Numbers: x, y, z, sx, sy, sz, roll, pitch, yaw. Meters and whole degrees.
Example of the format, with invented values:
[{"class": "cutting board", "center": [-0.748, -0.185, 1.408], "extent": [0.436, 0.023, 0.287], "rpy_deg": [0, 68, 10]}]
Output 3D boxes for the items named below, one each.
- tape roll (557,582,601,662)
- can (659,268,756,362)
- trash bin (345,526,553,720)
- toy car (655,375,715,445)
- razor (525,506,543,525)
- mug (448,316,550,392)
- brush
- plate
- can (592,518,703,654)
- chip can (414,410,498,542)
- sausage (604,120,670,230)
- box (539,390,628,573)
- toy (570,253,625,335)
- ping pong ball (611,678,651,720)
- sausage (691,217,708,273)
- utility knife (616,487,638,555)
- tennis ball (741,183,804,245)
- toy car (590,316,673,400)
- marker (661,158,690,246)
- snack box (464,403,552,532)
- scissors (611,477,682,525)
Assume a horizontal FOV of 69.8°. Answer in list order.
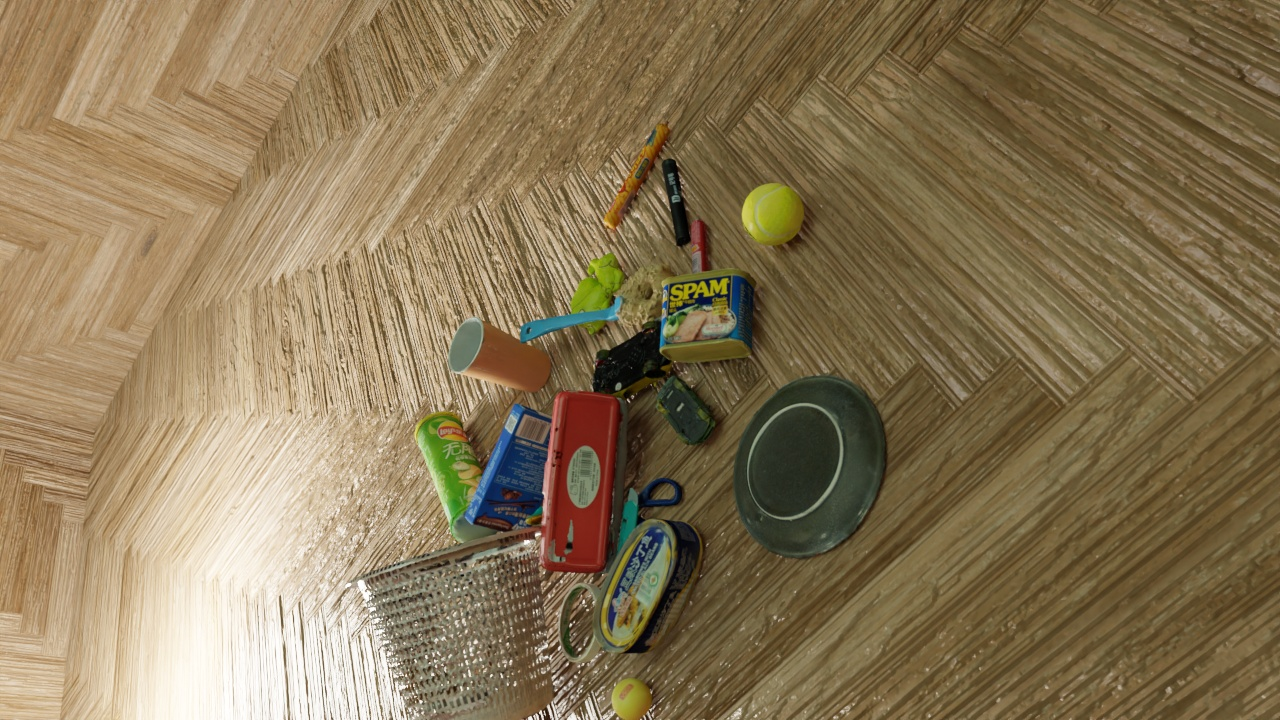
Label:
[{"class": "tape roll", "center": [-0.065, 0.291, 1.019], "extent": [0.086, 0.014, 0.085], "rpy_deg": [-31, 52, 49]}, {"class": "can", "center": [0.072, -0.046, 0.990], "extent": [0.102, 0.057, 0.083], "rpy_deg": [-6, 68, 27]}, {"class": "trash bin", "center": [-0.192, 0.306, 1.017], "extent": [0.228, 0.227, 0.192], "rpy_deg": [-27, 75, 39]}, {"class": "toy car", "center": [0.051, 0.055, 0.995], "extent": [0.043, 0.036, 0.091], "rpy_deg": [-52, 40, 16]}, {"class": "razor", "center": [-0.103, 0.163, 1.074], "extent": [0.043, 0.028, 0.132], "rpy_deg": [-44, 1, 22]}, {"class": "mug", "center": [-0.185, -0.001, 1.228], "extent": [0.078, 0.122, 0.078], "rpy_deg": [-25, 54, 39]}, {"class": "brush", "center": [-0.057, -0.059, 1.147], "extent": [0.255, 0.045, 0.083], "rpy_deg": [-13, 69, 33]}, {"class": "plate", "center": [0.150, 0.096, 0.869], "extent": [0.180, 0.024, 0.179], "rpy_deg": [-24, 55, 40]}, {"class": "can", "center": [0.007, 0.231, 0.937], "extent": [0.075, 0.049, 0.148], "rpy_deg": [31, 98, 40]}, {"class": "chip can", "center": [-0.252, 0.160, 1.267], "extent": [0.073, 0.072, 0.221], "rpy_deg": [-54, 40, 15]}, {"class": "sausage", "center": [-0.005, -0.245, 1.221], "extent": [0.165, 0.021, 0.021], "rpy_deg": [-60, 39, 8]}, {"class": "box", "center": [-0.065, 0.138, 1.045], "extent": [0.099, 0.095, 0.201], "rpy_deg": [151, 125, -76]}, {"class": "toy", "center": [-0.057, -0.087, 1.195], "extent": [0.100, 0.031, 0.096], "rpy_deg": [-41, 53, 26]}, {"class": "ping pong ball", "center": [-0.009, 0.339, 0.919], "extent": [0.040, 0.040, 0.040], "rpy_deg": [-25, 54, 40]}, {"class": "sausage", "center": [0.070, -0.102, 1.065], "extent": [0.020, 0.020, 0.155], "rpy_deg": [-25, 55, 40]}, {"class": "utility knife", "center": [-0.020, 0.221, 1.000], "extent": [0.029, 0.013, 0.164], "rpy_deg": [1, 80, 50]}, {"class": "tennis ball", "center": [0.140, -0.155, 0.973], "extent": [0.066, 0.065, 0.065], "rpy_deg": [-25, 54, 40]}, {"class": "toy car", "center": [-0.006, 0.006, 1.081], "extent": [0.156, 0.041, 0.071], "rpy_deg": [-33, 49, 41]}, {"class": "marker", "center": [0.044, -0.198, 1.144], "extent": [0.022, 0.020, 0.131], "rpy_deg": [115, 153, -53]}, {"class": "snack box", "center": [-0.150, 0.139, 1.148], "extent": [0.026, 0.084, 0.157], "rpy_deg": [26, 92, 52]}, {"class": "scissors", "center": [-0.015, 0.177, 1.032], "extent": [0.171, 0.012, 0.141], "rpy_deg": [-38, 47, 34]}]
